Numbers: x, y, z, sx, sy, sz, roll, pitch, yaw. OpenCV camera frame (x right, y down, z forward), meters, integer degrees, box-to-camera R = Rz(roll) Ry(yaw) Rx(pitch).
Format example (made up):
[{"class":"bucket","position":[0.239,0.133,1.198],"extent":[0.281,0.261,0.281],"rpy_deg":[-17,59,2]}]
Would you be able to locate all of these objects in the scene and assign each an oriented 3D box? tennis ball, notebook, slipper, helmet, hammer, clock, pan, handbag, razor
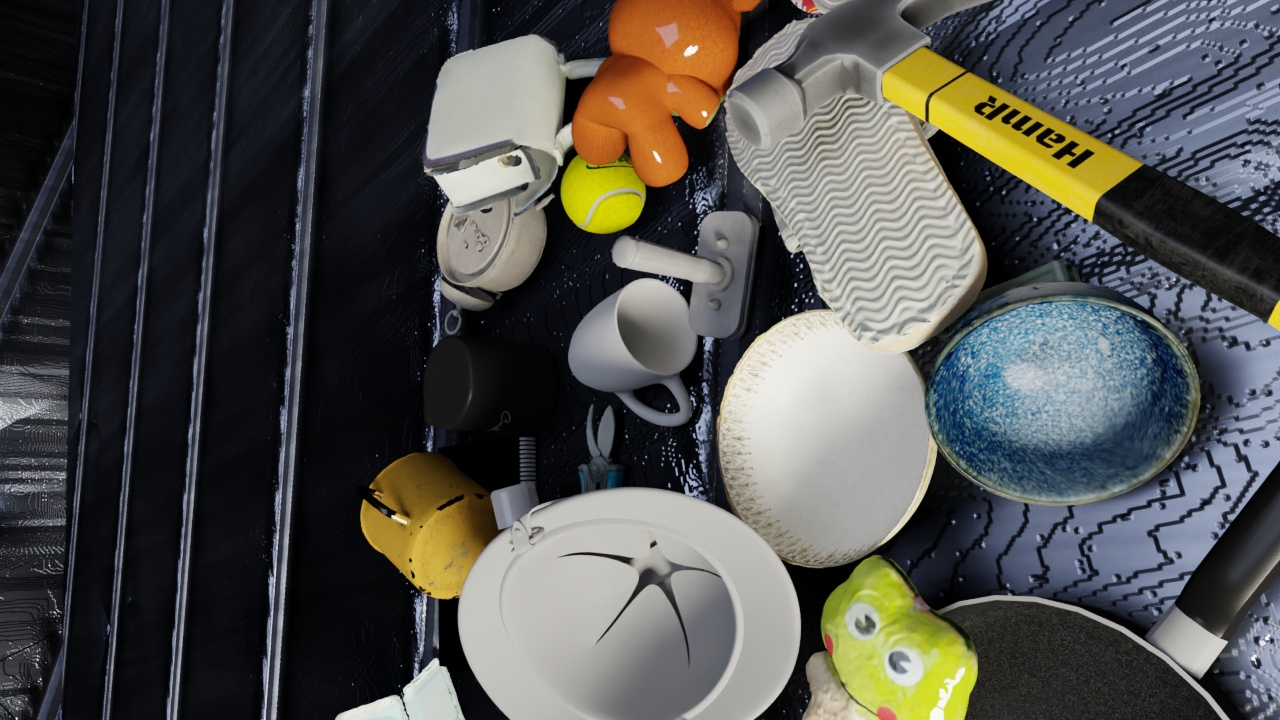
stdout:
[{"class":"tennis ball","position":[-0.029,-0.131,0.711],"extent":[0.066,0.065,0.065],"rpy_deg":[-8,80,47]},{"class":"notebook","position":[-0.141,0.177,0.834],"extent":[0.149,0.016,0.206],"rpy_deg":[-13,76,47]},{"class":"slipper","position":[0.119,-0.108,0.531],"extent":[0.115,0.054,0.272],"rpy_deg":[-45,39,26]},{"class":"helmet","position":[0.004,0.153,0.613],"extent":[0.272,0.117,0.183],"rpy_deg":[-36,91,34]},{"class":"hammer","position":[0.197,-0.093,0.420],"extent":[0.169,0.034,0.324],"rpy_deg":[-35,53,-9]},{"class":"clock","position":[-0.139,-0.094,0.832],"extent":[0.103,0.061,0.157],"rpy_deg":[36,104,42]},{"class":"pan","position":[0.228,0.151,0.414],"extent":[0.204,0.044,0.356],"rpy_deg":[43,116,41]},{"class":"handbag","position":[-0.083,-0.201,0.763],"extent":[0.176,0.074,0.151],"rpy_deg":[-13,52,14]},{"class":"razor","position":[0.027,-0.063,0.605],"extent":[0.047,0.116,0.088],"rpy_deg":[9,92,43]}]

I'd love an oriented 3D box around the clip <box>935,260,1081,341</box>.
[{"class":"clip","position":[0.193,-0.029,0.487],"extent":[0.076,0.042,0.023],"rpy_deg":[-26,65,41]}]

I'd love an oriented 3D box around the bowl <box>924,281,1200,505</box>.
[{"class":"bowl","position":[0.198,0.007,0.442],"extent":[0.114,0.060,0.114],"rpy_deg":[10,124,15]}]

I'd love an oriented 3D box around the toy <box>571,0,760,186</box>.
[{"class":"toy","position":[0.018,-0.214,0.646],"extent":[0.112,0.096,0.176],"rpy_deg":[30,102,35]}]

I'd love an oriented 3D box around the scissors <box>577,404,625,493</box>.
[{"class":"scissors","position":[-0.032,0.118,0.720],"extent":[0.125,0.019,0.155],"rpy_deg":[-53,50,29]}]

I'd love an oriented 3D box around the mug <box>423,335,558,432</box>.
[{"class":"mug","position":[-0.140,0.029,0.796],"extent":[0.114,0.087,0.078],"rpy_deg":[-37,60,39]}]

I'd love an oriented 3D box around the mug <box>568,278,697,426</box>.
[{"class":"mug","position":[-0.004,0.004,0.678],"extent":[0.090,0.071,0.107],"rpy_deg":[-26,94,52]}]

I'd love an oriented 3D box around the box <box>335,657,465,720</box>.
[{"class":"box","position":[-0.200,0.388,0.834],"extent":[0.126,0.074,0.197],"rpy_deg":[-41,56,13]}]

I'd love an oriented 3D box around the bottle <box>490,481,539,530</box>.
[{"class":"bottle","position":[-0.080,0.183,0.721],"extent":[0.084,0.046,0.173],"rpy_deg":[-23,80,45]}]

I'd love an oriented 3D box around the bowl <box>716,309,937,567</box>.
[{"class":"bowl","position":[0.118,0.046,0.532],"extent":[0.145,0.063,0.145],"rpy_deg":[-9,79,47]}]

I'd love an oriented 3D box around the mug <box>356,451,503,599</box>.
[{"class":"mug","position":[-0.180,0.137,0.779],"extent":[0.094,0.123,0.100],"rpy_deg":[25,84,46]}]

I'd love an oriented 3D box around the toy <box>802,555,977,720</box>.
[{"class":"toy","position":[0.119,0.166,0.471],"extent":[0.092,0.043,0.118],"rpy_deg":[46,120,42]}]

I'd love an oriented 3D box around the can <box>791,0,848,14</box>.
[{"class":"can","position":[0.104,-0.269,0.585],"extent":[0.064,0.064,0.104],"rpy_deg":[-53,51,29]}]
